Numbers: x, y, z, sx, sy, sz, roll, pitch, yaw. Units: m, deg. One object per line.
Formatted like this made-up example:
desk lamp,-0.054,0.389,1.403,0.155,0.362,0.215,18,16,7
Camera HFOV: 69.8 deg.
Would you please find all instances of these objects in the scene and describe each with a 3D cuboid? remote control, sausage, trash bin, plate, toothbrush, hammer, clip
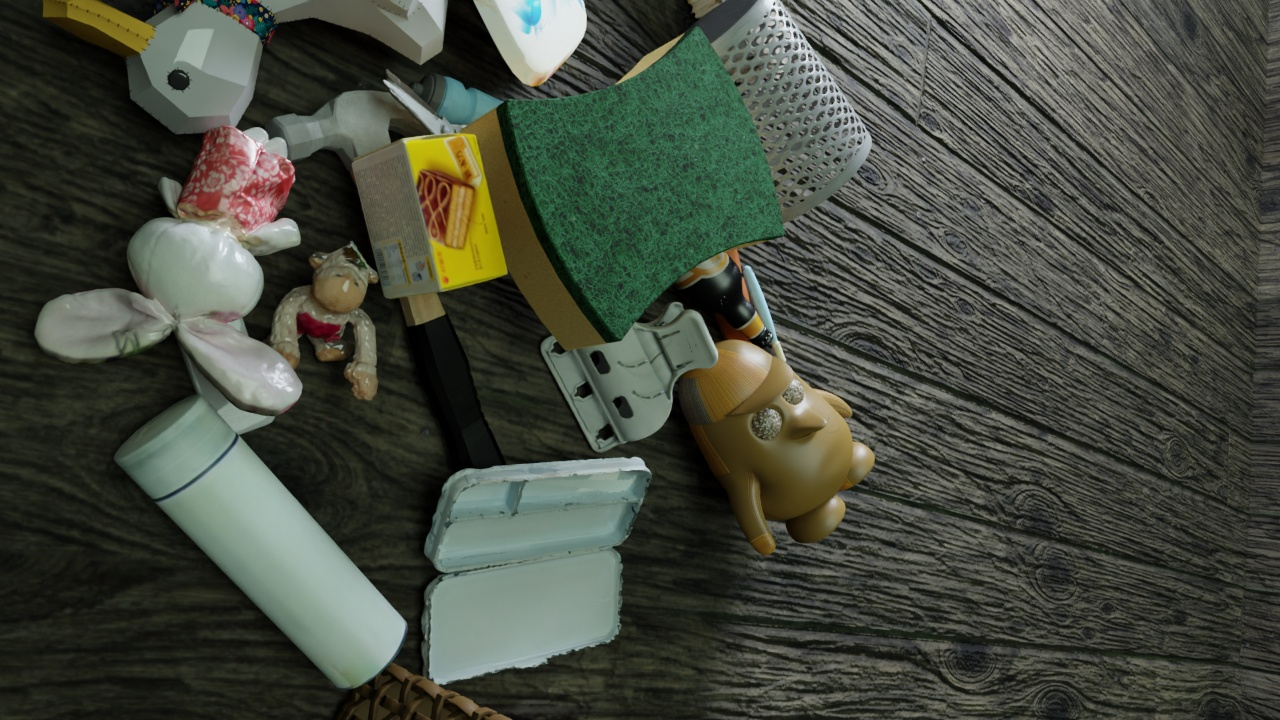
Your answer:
remote control,-0.298,-0.019,0.637,0.045,0.008,0.147,-23,102,-39
sausage,0.089,-0.084,0.954,0.044,0.039,0.164,-28,106,-49
trash bin,0.114,-0.251,0.910,0.183,0.157,0.156,50,59,-24
plate,-0.101,-0.334,0.758,0.187,0.016,0.186,63,28,-28
toothbrush,0.144,-0.035,1.015,0.155,0.016,0.022,64,21,-19
hammer,-0.175,-0.047,0.727,0.130,0.039,0.328,-28,106,-39
clip,-0.004,0.004,0.841,0.143,0.074,0.125,-27,112,-6

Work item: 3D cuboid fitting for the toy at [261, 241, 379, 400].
toy,-0.217,-0.033,0.658,0.085,0.074,0.106,20,94,-35

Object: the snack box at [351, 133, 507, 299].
snack box,-0.154,-0.104,0.666,0.061,0.084,0.106,-21,103,-42

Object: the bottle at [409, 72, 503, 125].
bottle,-0.133,-0.202,0.766,0.130,0.040,0.040,16,78,-39

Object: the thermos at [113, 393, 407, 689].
thermos,-0.254,0.128,0.632,0.067,0.068,0.230,-47,117,-32

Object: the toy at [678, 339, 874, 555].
toy,0.126,0.065,0.911,0.203,0.163,0.198,49,58,-15

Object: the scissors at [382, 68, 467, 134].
scissors,-0.138,-0.158,0.735,0.187,0.015,0.146,-23,106,-61

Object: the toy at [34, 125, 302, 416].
toy,-0.280,-0.070,0.595,0.159,0.084,0.194,15,69,-12

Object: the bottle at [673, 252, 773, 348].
bottle,0.067,-0.081,0.901,0.181,0.059,0.059,47,60,-17

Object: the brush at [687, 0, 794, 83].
brush,0.075,-0.410,0.944,0.271,0.057,0.083,54,53,-27

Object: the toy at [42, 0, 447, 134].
toy,-0.240,-0.271,0.620,0.246,0.141,0.267,14,91,-41

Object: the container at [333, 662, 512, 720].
container,-0.128,0.386,0.630,0.219,0.215,0.251,45,61,-30

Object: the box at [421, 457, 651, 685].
box,-0.088,0.172,0.785,0.209,0.061,0.193,-2,111,-40

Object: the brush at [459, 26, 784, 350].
brush,-0.005,-0.146,0.768,0.249,0.075,0.195,-34,105,-35
